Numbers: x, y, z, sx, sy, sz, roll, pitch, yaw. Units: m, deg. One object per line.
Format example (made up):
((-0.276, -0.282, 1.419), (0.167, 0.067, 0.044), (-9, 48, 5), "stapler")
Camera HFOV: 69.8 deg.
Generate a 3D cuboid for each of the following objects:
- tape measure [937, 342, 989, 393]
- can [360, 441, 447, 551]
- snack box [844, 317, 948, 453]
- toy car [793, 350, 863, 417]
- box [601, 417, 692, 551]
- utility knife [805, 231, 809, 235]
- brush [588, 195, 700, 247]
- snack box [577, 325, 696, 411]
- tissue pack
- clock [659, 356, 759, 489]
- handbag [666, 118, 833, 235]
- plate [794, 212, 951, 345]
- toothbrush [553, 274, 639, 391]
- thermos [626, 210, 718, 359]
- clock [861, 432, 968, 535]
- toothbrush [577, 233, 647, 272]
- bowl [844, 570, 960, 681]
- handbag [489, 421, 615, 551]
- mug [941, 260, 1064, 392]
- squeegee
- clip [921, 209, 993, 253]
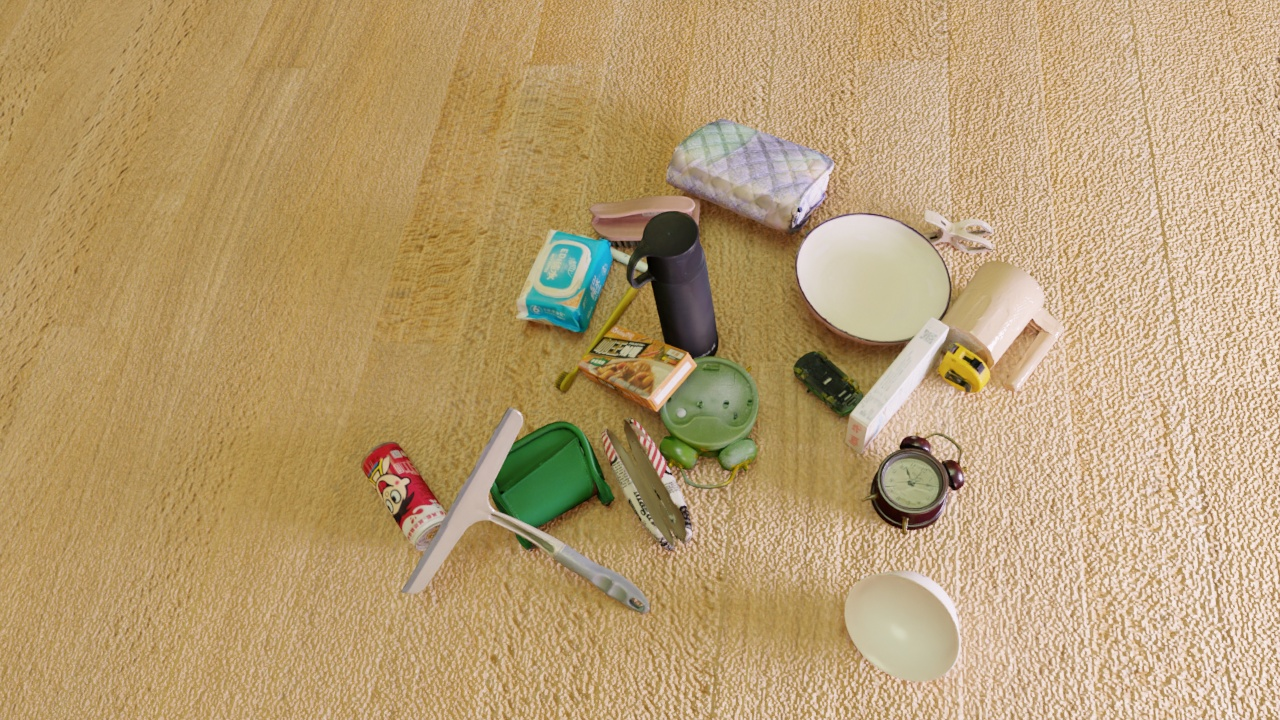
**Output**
((0.371, 0.014, 1.058), (0.057, 0.060, 0.028), (37, 72, 18), "tape measure")
((-0.278, 0.161, 1.093), (0.053, 0.053, 0.132), (-37, 63, -10), "can")
((0.292, 0.029, 1.048), (0.027, 0.085, 0.156), (37, 74, 23), "snack box")
((0.222, 0.028, 1.088), (0.043, 0.036, 0.091), (-38, 64, -10), "toy car")
((-0.002, 0.147, 1.050), (0.077, 0.075, 0.163), (-25, 63, -13), "box")
((0.258, -0.101, 1.166), (0.031, 0.019, 0.177), (-21, 57, -9), "utility knife")
((0.005, -0.188, 1.218), (0.146, 0.073, 0.063), (1, 63, 12), "brush")
((-0.007, 0.006, 1.106), (0.075, 0.026, 0.154), (-48, 36, -15), "snack box")
((-0.098, -0.103, 1.195), (0.090, 0.063, 0.139), (13, 65, 16), "tissue pack")
((0.081, 0.073, 1.077), (0.116, 0.056, 0.161), (1, 63, 11), "clock")
((0.148, -0.243, 1.212), (0.194, 0.076, 0.133), (27, 47, 23), "handbag")
((0.281, -0.095, 1.127), (0.192, 0.039, 0.192), (2, 60, -3), "plate")
((-0.051, -0.038, 1.181), (0.017, 0.016, 0.189), (25, 69, 27), "toothbrush")
((0.037, -0.072, 1.055), (0.090, 0.243, 0.068), (-26, 61, -4), "thermos")
((0.304, 0.131, 1.009), (0.121, 0.055, 0.082), (-44, 64, -11), "clock")
((-0.009, -0.129, 1.220), (0.190, 0.029, 0.020), (28, 28, 23), "toothbrush")
((0.276, 0.258, 0.935), (0.118, 0.118, 0.064), (35, 34, 24), "bowl")
((-0.108, 0.144, 1.072), (0.131, 0.068, 0.120), (-28, 70, -7), "handbag")
((0.421, -0.038, 1.073), (0.124, 0.084, 0.103), (42, 76, -2), "mug")
((-0.096, 0.209, 1.012), (0.246, 0.039, 0.247), (30, 101, -4), "squeegee")
((0.396, -0.159, 1.158), (0.097, 0.060, 0.034), (8, 65, 1), "clip")
